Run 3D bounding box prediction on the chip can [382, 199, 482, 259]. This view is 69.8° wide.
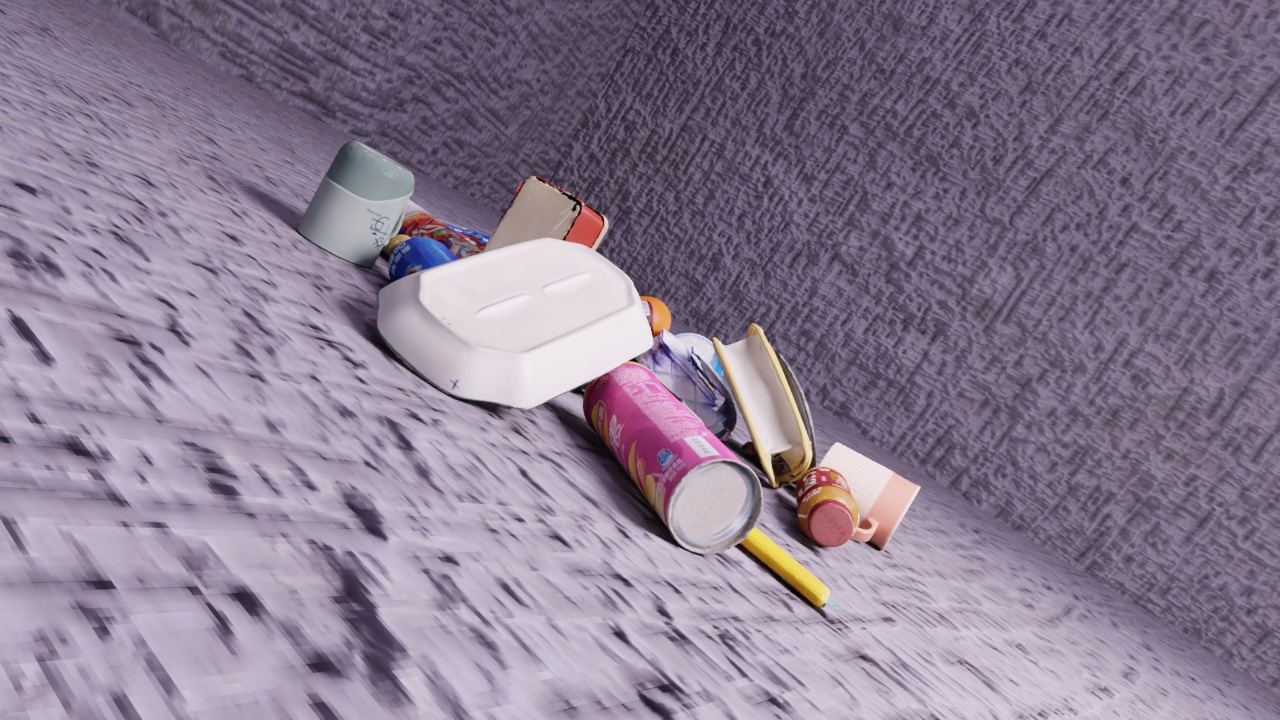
[{"bbox_3d":[-0.239,-0.125,1.043,0.215,0.071,0.071,35,8,35],"label":"chip can"}]

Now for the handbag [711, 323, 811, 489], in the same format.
[{"bbox_3d":[0.140,0.059,1.032,0.179,0.063,0.163,66,4,-67],"label":"handbag"}]

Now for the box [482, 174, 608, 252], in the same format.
[{"bbox_3d":[-0.119,-0.100,0.934,0.091,0.168,0.076,33,4,26],"label":"box"}]

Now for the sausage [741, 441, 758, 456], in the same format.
[{"bbox_3d":[0.158,0.116,1.201,0.020,0.020,0.155,33,7,21],"label":"sausage"}]

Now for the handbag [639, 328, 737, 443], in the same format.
[{"bbox_3d":[0.056,0.028,1.113,0.134,0.075,0.193,48,6,-5],"label":"handbag"}]

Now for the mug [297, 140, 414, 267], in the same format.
[{"bbox_3d":[-0.280,-0.159,0.945,0.082,0.106,0.111,32,6,21],"label":"mug"}]

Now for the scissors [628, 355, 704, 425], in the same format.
[{"bbox_3d":[-0.020,-0.009,0.963,0.198,0.021,0.227,45,-2,-15],"label":"scissors"}]

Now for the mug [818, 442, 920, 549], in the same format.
[{"bbox_3d":[0.242,0.158,1.033,0.106,0.082,0.114,30,35,19],"label":"mug"}]

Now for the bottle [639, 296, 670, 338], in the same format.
[{"bbox_3d":[-0.034,-0.058,1.191,0.149,0.067,0.067,8,18,-33],"label":"bottle"}]

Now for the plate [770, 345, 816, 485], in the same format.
[{"bbox_3d":[0.162,0.069,1.106,0.024,0.179,0.179,-16,20,-11],"label":"plate"}]

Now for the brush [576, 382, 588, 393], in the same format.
[{"bbox_3d":[-0.058,-0.002,0.961,0.073,0.055,0.144,24,8,-41],"label":"brush"}]

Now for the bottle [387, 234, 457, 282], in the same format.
[{"bbox_3d":[-0.199,-0.077,0.869,0.065,0.065,0.219,26,7,-36],"label":"bottle"}]

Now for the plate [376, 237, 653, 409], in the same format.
[{"bbox_3d":[-0.089,-0.045,0.748,0.162,0.034,0.264,39,34,18],"label":"plate"}]

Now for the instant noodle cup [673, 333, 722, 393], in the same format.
[{"bbox_3d":[0.052,0.007,1.271,0.099,0.099,0.110,29,-1,-11],"label":"instant noodle cup"}]

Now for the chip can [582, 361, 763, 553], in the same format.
[{"bbox_3d":[0.017,0.066,0.696,0.071,0.071,0.210,27,7,-25],"label":"chip can"}]

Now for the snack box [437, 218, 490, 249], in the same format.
[{"bbox_3d":[-0.180,-0.124,1.187,0.207,0.058,0.057,19,12,-5],"label":"snack box"}]

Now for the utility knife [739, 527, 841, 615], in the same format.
[{"bbox_3d":[0.088,0.140,0.688,0.033,0.015,0.168,14,18,-49],"label":"utility knife"}]

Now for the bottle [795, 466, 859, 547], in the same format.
[{"bbox_3d":[0.182,0.144,0.901,0.057,0.057,0.174,31,6,6],"label":"bottle"}]
